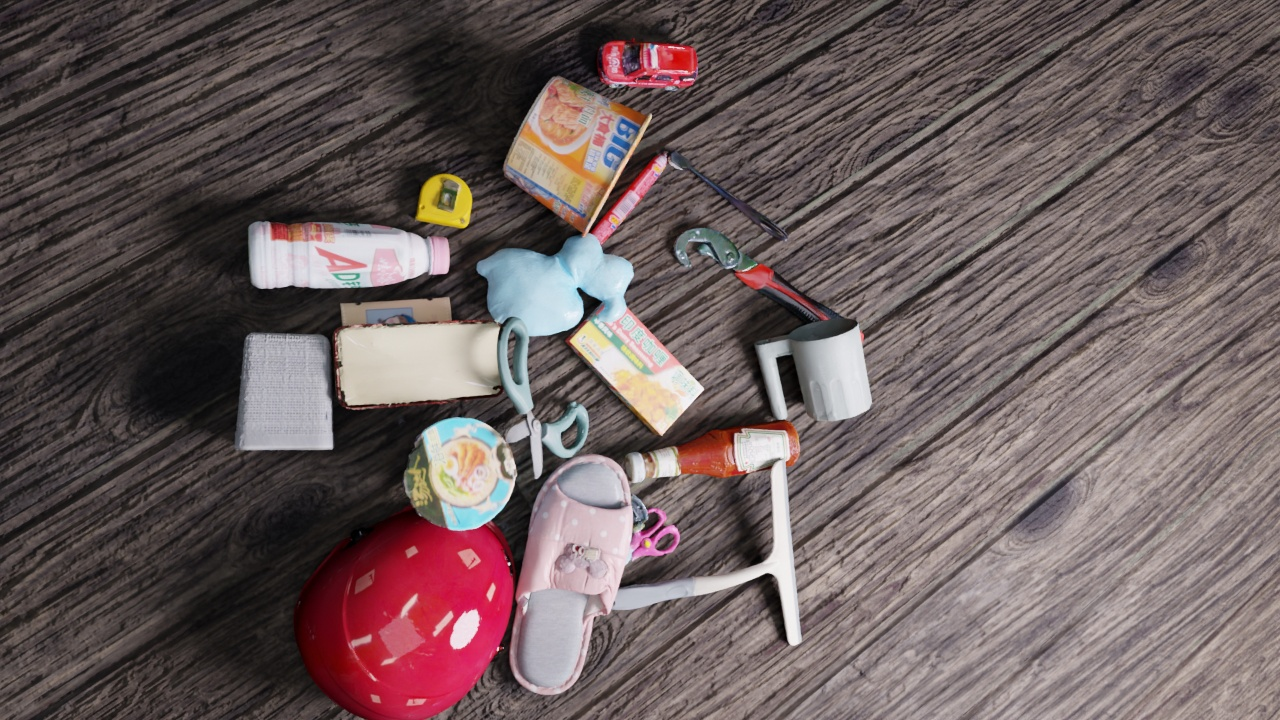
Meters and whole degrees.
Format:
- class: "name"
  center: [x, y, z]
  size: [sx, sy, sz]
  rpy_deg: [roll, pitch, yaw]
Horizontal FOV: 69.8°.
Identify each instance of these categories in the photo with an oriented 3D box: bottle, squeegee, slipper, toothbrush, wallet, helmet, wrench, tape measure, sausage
- class: "bottle"
  center: [0.083, 0.110, 1.070]
  size: [0.206, 0.060, 0.060]
  rpy_deg: [-8, 92, -16]
- class: "bottle"
  center: [-0.301, -0.109, 0.955]
  size: [0.196, 0.068, 0.068]
  rpy_deg: [-2, 90, -21]
- class: "squeegee"
  center: [0.068, 0.255, 1.060]
  size: [0.246, 0.039, 0.247]
  rpy_deg: [-10, 107, -10]
- class: "slipper"
  center: [-0.080, 0.236, 1.004]
  size: [0.114, 0.054, 0.274]
  rpy_deg: [16, 93, -2]
- class: "toothbrush"
  center: [0.107, -0.195, 1.103]
  size: [0.181, 0.018, 0.015]
  rpy_deg: [32, 73, -16]
- class: "wallet"
  center: [-0.260, -0.022, 0.987]
  size: [0.115, 0.024, 0.087]
  rpy_deg: [-5, 86, -19]
- class: "helmet"
  center: [-0.229, 0.259, 0.934]
  size: [0.207, 0.144, 0.239]
  rpy_deg: [45, 77, -10]
- class: "wrench"
  center: [0.161, -0.086, 1.117]
  size: [0.273, 0.016, 0.056]
  rpy_deg: [28, 85, -14]
- class: "tape measure"
  center: [-0.212, -0.174, 0.999]
  size: [0.060, 0.029, 0.057]
  rpy_deg: [9, 86, -17]
- class: "sausage"
  center: [-0.015, -0.184, 1.063]
  size: [0.020, 0.020, 0.155]
  rpy_deg: [41, 79, -12]

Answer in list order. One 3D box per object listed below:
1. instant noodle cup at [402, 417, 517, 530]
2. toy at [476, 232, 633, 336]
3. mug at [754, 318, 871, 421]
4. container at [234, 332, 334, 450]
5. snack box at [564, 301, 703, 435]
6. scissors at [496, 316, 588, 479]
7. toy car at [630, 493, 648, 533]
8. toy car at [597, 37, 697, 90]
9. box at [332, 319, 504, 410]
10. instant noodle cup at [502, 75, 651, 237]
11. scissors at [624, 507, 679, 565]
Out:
- class: "instant noodle cup"
  center: [-0.192, 0.112, 0.955]
  size: [0.111, 0.120, 0.111]
  rpy_deg: [0, 89, -15]
- class: "toy"
  center: [-0.098, -0.080, 1.018]
  size: [0.161, 0.050, 0.156]
  rpy_deg: [38, 77, -1]
- class: "mug"
  center: [0.208, 0.015, 1.098]
  size: [0.124, 0.083, 0.103]
  rpy_deg: [-13, 105, 10]
- class: "container"
  center: [-0.355, 0.032, 0.924]
  size: [0.090, 0.090, 0.114]
  rpy_deg: [2, 86, -17]
- class: "snack box"
  center: [-0.006, 0.006, 1.060]
  size: [0.156, 0.027, 0.077]
  rpy_deg: [46, 76, -12]
- class: "scissors"
  center: [-0.106, 0.036, 0.978]
  size: [0.019, 0.173, 0.170]
  rpy_deg: [-12, 88, 25]
- class: "toy car"
  center: [-0.035, 0.188, 1.047]
  size: [0.090, 0.034, 0.043]
  rpy_deg: [-35, 98, 0]
- class: "toy car"
  center: [0.010, -0.344, 1.060]
  size: [0.120, 0.045, 0.053]
  rpy_deg: [-4, 89, -15]
- class: "box"
  center: [-0.227, 0.000, 0.943]
  size: [0.168, 0.080, 0.091]
  rpy_deg: [-4, 92, -22]
- class: "instant noodle cup"
  center: [-0.072, -0.225, 0.987]
  size: [0.111, 0.151, 0.151]
  rpy_deg: [30, 81, -6]
- class: "scissors"
  center: [-0.019, 0.224, 1.062]
  size: [0.135, 0.017, 0.063]
  rpy_deg: [-33, 102, -11]
